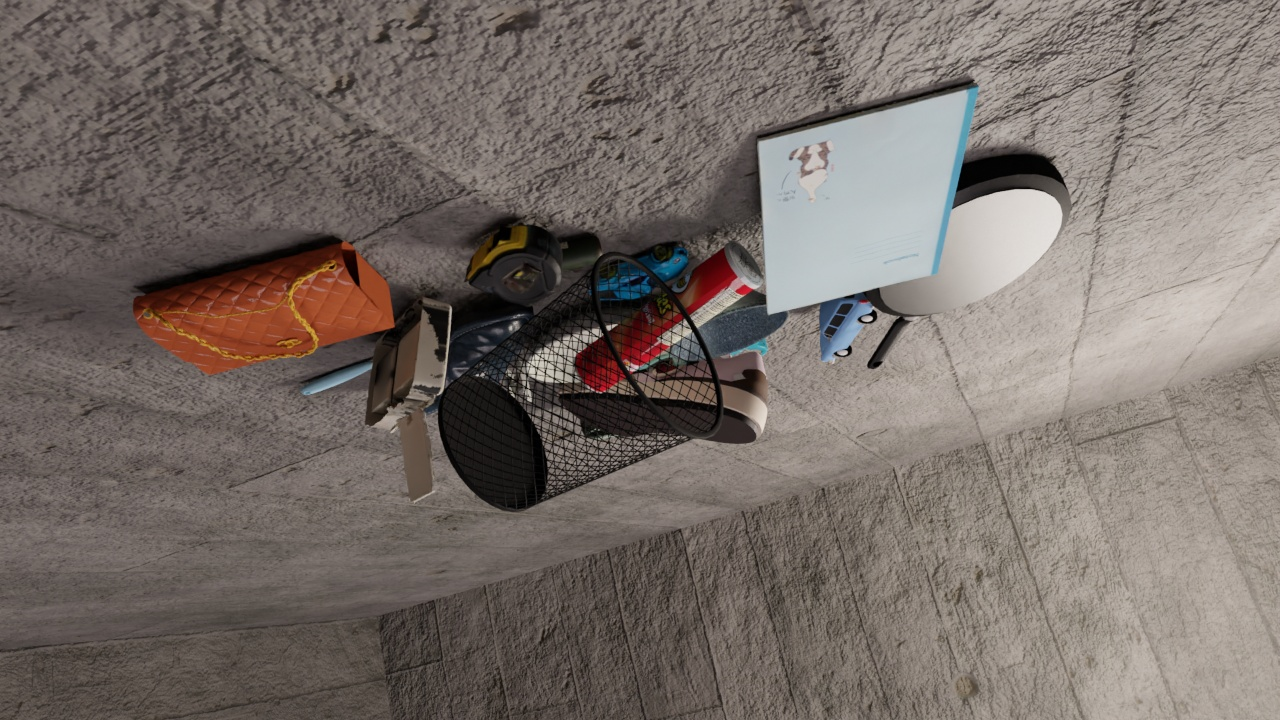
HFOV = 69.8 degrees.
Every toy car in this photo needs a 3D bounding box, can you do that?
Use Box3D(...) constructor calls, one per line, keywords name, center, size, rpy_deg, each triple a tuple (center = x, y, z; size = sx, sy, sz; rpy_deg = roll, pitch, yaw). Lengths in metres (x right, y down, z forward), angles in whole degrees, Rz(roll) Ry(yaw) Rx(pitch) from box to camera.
Box3D(name="toy car", center=(-0.001, -0.082, 0.901), size=(0.105, 0.032, 0.048), rpy_deg=(-19, 162, 11))
Box3D(name="toy car", center=(0.246, -0.053, 1.120), size=(0.055, 0.056, 0.154), rpy_deg=(8, 151, -5))

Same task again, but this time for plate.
Box3D(name="plate", center=(-0.044, -0.022, 1.050), size=(0.182, 0.034, 0.182), rpy_deg=(-12, 163, -4))

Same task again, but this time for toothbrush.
Box3D(name="toothbrush", center=(-0.301, 0.010, 0.987), size=(0.155, 0.016, 0.022), rpy_deg=(-19, 139, 16))
Box3D(name="toothbrush", center=(-0.006, 0.006, 1.077), size=(0.135, 0.017, 0.022), rpy_deg=(-10, 163, -14))

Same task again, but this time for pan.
Box3D(name="pan", center=(0.325, -0.083, 1.007), size=(0.225, 0.034, 0.357), rpy_deg=(-7, 147, -16))

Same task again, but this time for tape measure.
Box3D(name="tape measure", center=(-0.102, -0.081, 0.781), size=(0.071, 0.042, 0.073), rpy_deg=(27, 128, -23))

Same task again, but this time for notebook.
Box3D(name="notebook", center=(0.198, -0.133, 0.831), size=(0.181, 0.009, 0.254), rpy_deg=(-14, 148, 2))

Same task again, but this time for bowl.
Box3D(name="bowl", center=(0.090, -0.053, 1.011), size=(0.137, 0.057, 0.137), rpy_deg=(-16, 162, -6))

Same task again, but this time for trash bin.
Box3D(name="trash bin", center=(-0.063, 0.033, 0.848), size=(0.211, 0.184, 0.183), rpy_deg=(-31, 157, 25))

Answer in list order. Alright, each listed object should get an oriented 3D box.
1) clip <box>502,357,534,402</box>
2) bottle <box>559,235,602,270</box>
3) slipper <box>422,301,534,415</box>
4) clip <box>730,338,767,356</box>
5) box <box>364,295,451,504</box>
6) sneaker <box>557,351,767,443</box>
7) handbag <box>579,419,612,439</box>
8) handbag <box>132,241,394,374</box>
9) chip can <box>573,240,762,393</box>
Box3D(name="clip", center=(-0.139, 0.022, 1.092), size=(0.052, 0.059, 0.102), rpy_deg=(-34, 162, 0))
Box3D(name="bottle", center=(-0.087, -0.089, 0.824), size=(0.106, 0.025, 0.025), rpy_deg=(-13, 163, -2))
Box3D(name="slipper", center=(-0.188, 0.027, 0.985), size=(0.108, 0.083, 0.266), rpy_deg=(-8, 159, -44))
Box3D(name="clip", center=(0.116, -0.020, 1.199), size=(0.120, 0.030, 0.130), rpy_deg=(-15, 163, 20))
Box3D(name="box", center=(-0.220, 0.046, 0.870), size=(0.044, 0.184, 0.144), rpy_deg=(14, 156, -29))
Box3D(name="sneaker", center=(0.027, 0.025, 1.163), size=(0.294, 0.116, 0.112), rpy_deg=(0, 148, 35))
Box3D(name="handbag", center=(-0.017, 0.070, 1.308), size=(0.121, 0.067, 0.106), rpy_deg=(-7, 163, -20))
Box3D(name="handbag", center=(-0.308, -0.039, 0.764), size=(0.172, 0.060, 0.109), rpy_deg=(-14, 159, 2))
Box3D(name="chip can", center=(0.023, -0.040, 0.929), size=(0.215, 0.051, 0.051), rpy_deg=(-35, 155, 29))
